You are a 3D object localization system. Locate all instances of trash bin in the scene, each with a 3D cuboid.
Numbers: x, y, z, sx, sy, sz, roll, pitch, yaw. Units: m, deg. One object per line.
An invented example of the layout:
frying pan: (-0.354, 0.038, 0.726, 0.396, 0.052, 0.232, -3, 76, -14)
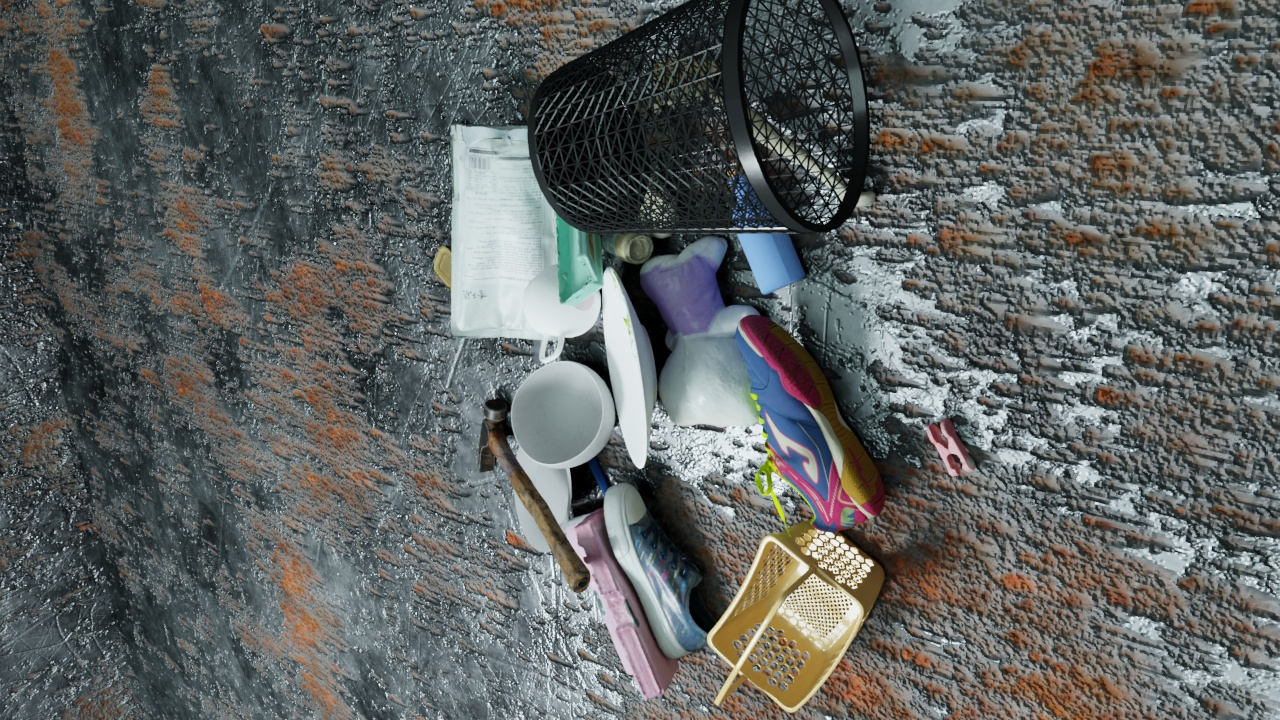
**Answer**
trash bin: (0.043, -0.207, 0.814, 0.244, 0.216, 0.217, -2, 104, 39)

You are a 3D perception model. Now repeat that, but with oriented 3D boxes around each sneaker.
sneaker: (0.031, 0.254, 1.139, 0.079, 0.087, 0.235, -21, 97, 23)
sneaker: (0.150, 0.070, 0.936, 0.091, 0.116, 0.242, -31, 91, 32)

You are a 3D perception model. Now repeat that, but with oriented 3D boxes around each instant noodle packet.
instant noodle packet: (-0.166, -0.156, 1.145, 0.147, 0.057, 0.269, 3, 110, 1)

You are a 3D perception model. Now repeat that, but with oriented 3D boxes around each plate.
plate: (-0.127, 0.171, 1.242, 0.173, 0.019, 0.172, -3, 86, 58)
plate: (-0.006, 0.006, 1.037, 0.229, 0.030, 0.229, 170, 91, -81)

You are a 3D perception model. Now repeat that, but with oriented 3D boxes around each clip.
clip: (0.303, 0.081, 0.877, 0.041, 0.023, 0.059, -21, 97, 38)

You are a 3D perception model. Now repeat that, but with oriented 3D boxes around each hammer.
hammer: (-0.145, 0.188, 1.206, 0.330, 0.033, 0.120, 48, 136, 47)

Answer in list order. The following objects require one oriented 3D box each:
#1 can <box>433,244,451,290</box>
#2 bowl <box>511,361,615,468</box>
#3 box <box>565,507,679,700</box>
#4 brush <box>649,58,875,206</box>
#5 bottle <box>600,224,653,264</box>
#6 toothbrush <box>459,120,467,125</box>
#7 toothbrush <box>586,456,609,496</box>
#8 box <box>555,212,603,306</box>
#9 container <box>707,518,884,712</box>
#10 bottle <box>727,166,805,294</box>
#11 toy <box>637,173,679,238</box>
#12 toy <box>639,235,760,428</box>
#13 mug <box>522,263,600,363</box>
can: (-0.225, -0.115, 1.225, 0.100, 0.058, 0.054, 46, 129, 19)
bowl: (-0.091, 0.071, 1.159, 0.132, 0.064, 0.131, -6, 76, 23)
box: (-0.023, 0.305, 1.187, 0.233, 0.075, 0.173, 67, 167, 1)
brush: (0.117, -0.226, 0.908, 0.272, 0.061, 0.077, 36, 130, 20)
bottle: (-0.026, -0.140, 1.037, 0.110, 0.042, 0.043, 35, 128, 53)
toothbrush: (-0.242, -0.227, 1.232, 0.017, 0.014, 0.188, 23, 119, 24)
toothbrush: (-0.029, 0.212, 1.204, 0.016, 0.017, 0.190, -28, 87, 46)
box: (-0.068, -0.169, 1.023, 0.138, 0.056, 0.186, 134, 134, -64)
container: (0.156, 0.278, 0.971, 0.129, 0.166, 0.184, 39, 126, 24)
bottle: (0.121, -0.136, 0.934, 0.048, 0.047, 0.131, -23, 90, 42)
toy: (0.009, -0.175, 1.010, 0.087, 0.050, 0.113, 55, 153, 12)
toy: (0.065, -0.024, 1.000, 0.138, 0.085, 0.209, -15, 90, 41)
mug: (-0.095, -0.056, 1.103, 0.076, 0.090, 0.123, -10, 63, 53)
